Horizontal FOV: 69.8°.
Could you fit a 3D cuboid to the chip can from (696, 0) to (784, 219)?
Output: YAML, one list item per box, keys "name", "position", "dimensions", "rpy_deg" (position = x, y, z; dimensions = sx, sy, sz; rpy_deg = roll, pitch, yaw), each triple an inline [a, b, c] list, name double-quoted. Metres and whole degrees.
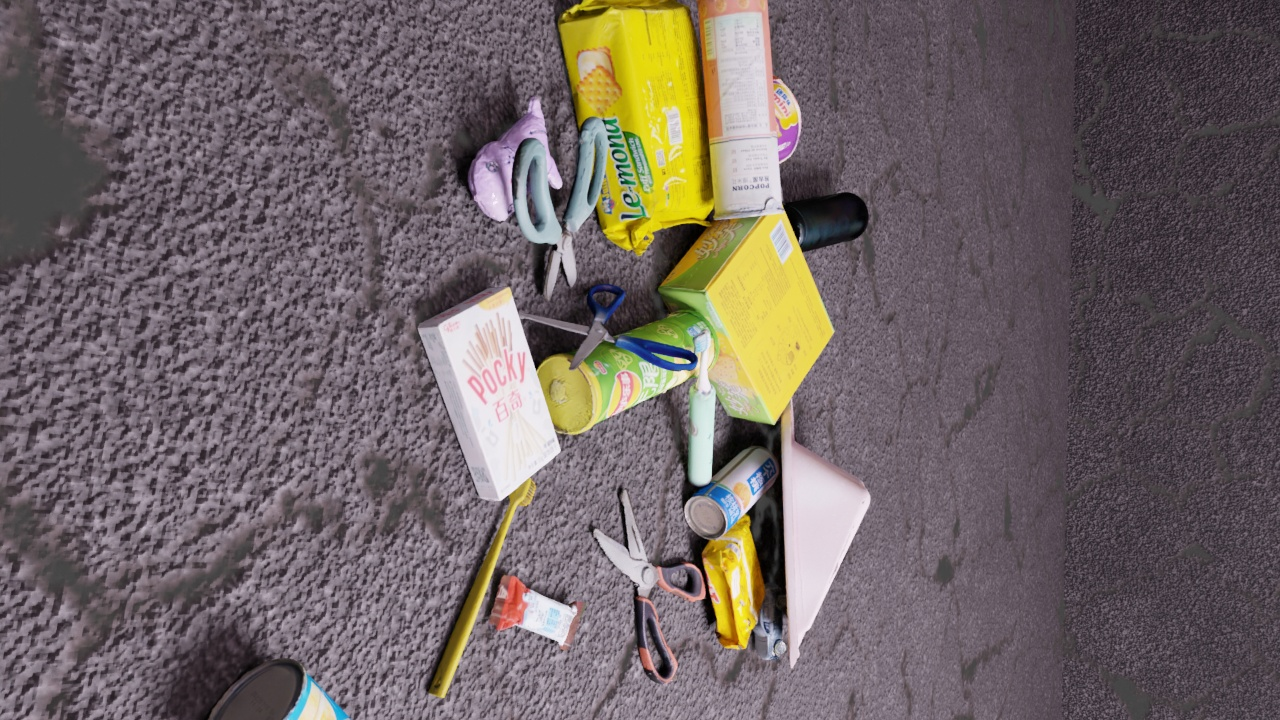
- name: "chip can"
  position: [0.098, -0.250, 0.905]
  dimensions: [0.071, 0.071, 0.215]
  rpy_deg: [-18, 105, -53]

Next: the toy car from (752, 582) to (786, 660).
- name: "toy car"
  position: [0.152, 0.314, 1.103]
  dimensions: [0.034, 0.043, 0.090]
  rpy_deg: [6, 80, -26]

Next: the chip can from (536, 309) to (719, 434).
- name: "chip can"
  position: [-0.005, 0.005, 0.870]
  dimensions: [0.220, 0.073, 0.072]
  rpy_deg: [-22, 107, -52]

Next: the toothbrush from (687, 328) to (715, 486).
- name: "toothbrush"
  position: [0.062, 0.051, 0.924]
  dimensions: [0.027, 0.026, 0.225]
  rpy_deg: [-31, 142, -26]

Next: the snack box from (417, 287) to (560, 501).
- name: "snack box"
  position: [-0.120, 0.027, 0.751]
  dimensions: [0.084, 0.027, 0.157]
  rpy_deg: [-38, 119, -48]

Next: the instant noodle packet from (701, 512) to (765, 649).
- name: "instant noodle packet"
  position: [0.104, 0.243, 1.029]
  dimensions: [0.110, 0.044, 0.128]
  rpy_deg: [-49, 131, -60]

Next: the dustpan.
- name: "dustpan"
  position: [0.176, 0.194, 1.096]
  dimensions: [0.273, 0.139, 0.222]
  rpy_deg: [-64, 170, 0]

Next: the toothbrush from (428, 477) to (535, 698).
- name: "toothbrush"
  position: [-0.126, 0.180, 0.748]
  dimensions: [0.016, 0.016, 0.189]
  rpy_deg: [53, 49, -47]

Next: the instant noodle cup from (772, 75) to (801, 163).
- name: "instant noodle cup"
  position: [0.103, -0.249, 1.005]
  dimensions: [0.099, 0.112, 0.111]
  rpy_deg: [-38, 119, -37]

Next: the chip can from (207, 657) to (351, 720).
- name: "chip can"
  position: [-0.193, 0.288, 0.607]
  dimensions: [0.071, 0.071, 0.210]
  rpy_deg: [-55, 130, -39]

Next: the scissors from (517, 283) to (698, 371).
- name: "scissors"
  position: [-0.031, -0.028, 0.819]
  dimensions: [0.162, 0.173, 0.012]
  rpy_deg: [-99, -153, -56]

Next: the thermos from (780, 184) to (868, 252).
- name: "thermos"
  position: [0.215, -0.185, 1.176]
  dimensions: [0.241, 0.069, 0.090]
  rpy_deg: [-19, 109, -53]

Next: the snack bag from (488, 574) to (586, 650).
- name: "snack bag"
  position: [-0.087, 0.219, 0.790]
  dimensions: [0.104, 0.026, 0.048]
  rpy_deg: [35, 68, -48]

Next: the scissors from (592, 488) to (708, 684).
- name: "scissors"
  position: [0.012, 0.233, 0.937]
  dimensions: [0.226, 0.015, 0.188]
  rpy_deg: [22, 72, -50]

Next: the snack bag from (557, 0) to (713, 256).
- name: "snack bag"
  position: [0.009, -0.237, 0.901]
  dimensions: [0.157, 0.068, 0.246]
  rpy_deg: [-29, 113, -50]

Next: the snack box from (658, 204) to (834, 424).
- name: "snack box"
  position: [0.124, -0.054, 1.026]
  dimensions: [0.157, 0.070, 0.210]
  rpy_deg: [-52, 131, -26]

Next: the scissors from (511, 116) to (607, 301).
- name: "scissors"
  position: [-0.073, -0.138, 0.783]
  dimensions: [0.181, 0.019, 0.170]
  rpy_deg: [17, 88, -70]

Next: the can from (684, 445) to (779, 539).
- name: "can"
  position: [0.106, 0.146, 1.032]
  dimensions: [0.134, 0.053, 0.053]
  rpy_deg: [-32, 115, -49]

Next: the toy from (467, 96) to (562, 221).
- name: "toy"
  position: [-0.106, -0.159, 0.766]
  dimensions: [0.107, 0.039, 0.084]
  rpy_deg: [-55, 139, -41]
